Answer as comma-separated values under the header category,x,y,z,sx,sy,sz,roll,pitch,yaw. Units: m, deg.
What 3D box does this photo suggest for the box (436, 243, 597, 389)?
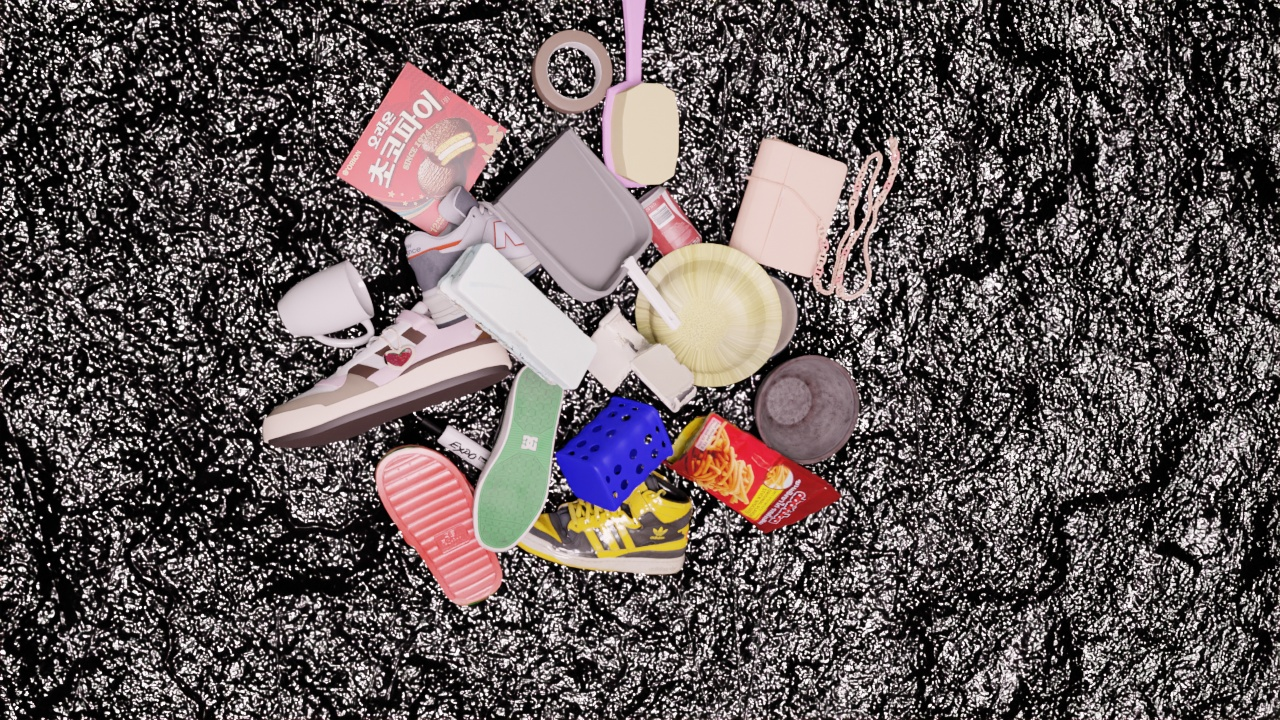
category,x,y,z,sx,sy,sz,roll,pitch,yaw
box,-0.130,-0.047,1.029,0.086,0.072,0.199,-45,125,4

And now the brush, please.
category,x,y,z,sx,sy,sz,roll,pitch,yaw
brush,0.001,-0.325,1.105,0.089,0.043,0.229,-10,107,-35

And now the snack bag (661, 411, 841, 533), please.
category,x,y,z,sx,sy,sz,roll,pitch,yaw
snack bag,0.143,0.152,1.216,0.208,0.066,0.139,32,130,-15

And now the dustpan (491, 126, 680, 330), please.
category,x,y,z,sx,sy,sz,roll,pitch,yaw
dustpan,-0.040,-0.132,1.074,0.257,0.033,0.162,51,49,-21

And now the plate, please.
category,x,y,z,sx,sy,sz,roll,pitch,yaw
plate,0.080,-0.050,1.135,0.184,0.036,0.184,4,108,13

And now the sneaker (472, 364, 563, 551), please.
category,x,y,z,sx,sy,sz,roll,pitch,yaw
sneaker,-0.149,0.118,1.134,0.084,0.079,0.235,16,87,-10

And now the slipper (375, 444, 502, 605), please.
category,x,y,z,sx,sy,sz,roll,pitch,yaw
slipper,-0.246,0.197,1.140,0.103,0.059,0.249,-28,120,-10

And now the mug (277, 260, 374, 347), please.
category,x,y,z,sx,sy,sz,roll,pitch,yaw
mug,-0.361,-0.053,1.071,0.089,0.071,0.107,-23,132,-1

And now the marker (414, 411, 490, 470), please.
category,x,y,z,sx,sy,sz,roll,pitch,yaw
marker,-0.226,0.104,1.146,0.126,0.025,0.025,36,89,-17

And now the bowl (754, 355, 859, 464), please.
category,x,y,z,sx,sy,sz,roll,pitch,yaw
bowl,0.212,0.060,1.229,0.145,0.067,0.145,-2,99,-14

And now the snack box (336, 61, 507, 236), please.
category,x,y,z,sx,sy,sz,roll,pitch,yaw
snack box,-0.255,-0.243,1.076,0.132,0.036,0.152,32,90,-17

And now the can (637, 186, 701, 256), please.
category,x,y,z,sx,sy,sz,roll,pitch,yaw
can,0.035,-0.167,1.154,0.054,0.054,0.096,-40,106,-6

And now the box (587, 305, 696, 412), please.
category,x,y,z,sx,sy,sz,roll,pitch,yaw
box,-0.007,0.006,1.089,0.081,0.182,0.143,-44,82,-7

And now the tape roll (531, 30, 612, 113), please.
category,x,y,z,sx,sy,sz,roll,pitch,yaw
tape roll,-0.083,-0.347,1.106,0.093,0.030,0.094,-2,99,-14

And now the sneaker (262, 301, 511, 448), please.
category,x,y,z,sx,sy,sz,roll,pitch,yaw
sneaker,-0.308,0.009,1.080,0.293,0.112,0.116,-21,82,-9

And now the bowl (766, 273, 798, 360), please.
category,x,y,z,sx,sy,sz,roll,pitch,yaw
bowl,0.141,-0.059,1.195,0.115,0.059,0.115,-2,99,-14

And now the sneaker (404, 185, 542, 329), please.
category,x,y,z,sx,sy,sz,roll,pitch,yaw
sneaker,-0.172,-0.151,1.061,0.239,0.089,0.124,-44,112,-23

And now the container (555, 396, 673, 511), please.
category,x,y,z,sx,sy,sz,roll,pitch,yaw
container,-0.033,0.116,1.139,0.113,0.085,0.084,-43,127,-30

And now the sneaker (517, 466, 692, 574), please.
category,x,y,z,sx,sy,sz,roll,pitch,yaw
sneaker,-0.042,0.196,1.175,0.238,0.086,0.122,12,102,-20

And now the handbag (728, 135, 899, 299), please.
category,x,y,z,sx,sy,sz,roll,pitch,yaw
handbag,0.205,-0.192,1.123,0.116,0.187,0.199,13,100,-23
